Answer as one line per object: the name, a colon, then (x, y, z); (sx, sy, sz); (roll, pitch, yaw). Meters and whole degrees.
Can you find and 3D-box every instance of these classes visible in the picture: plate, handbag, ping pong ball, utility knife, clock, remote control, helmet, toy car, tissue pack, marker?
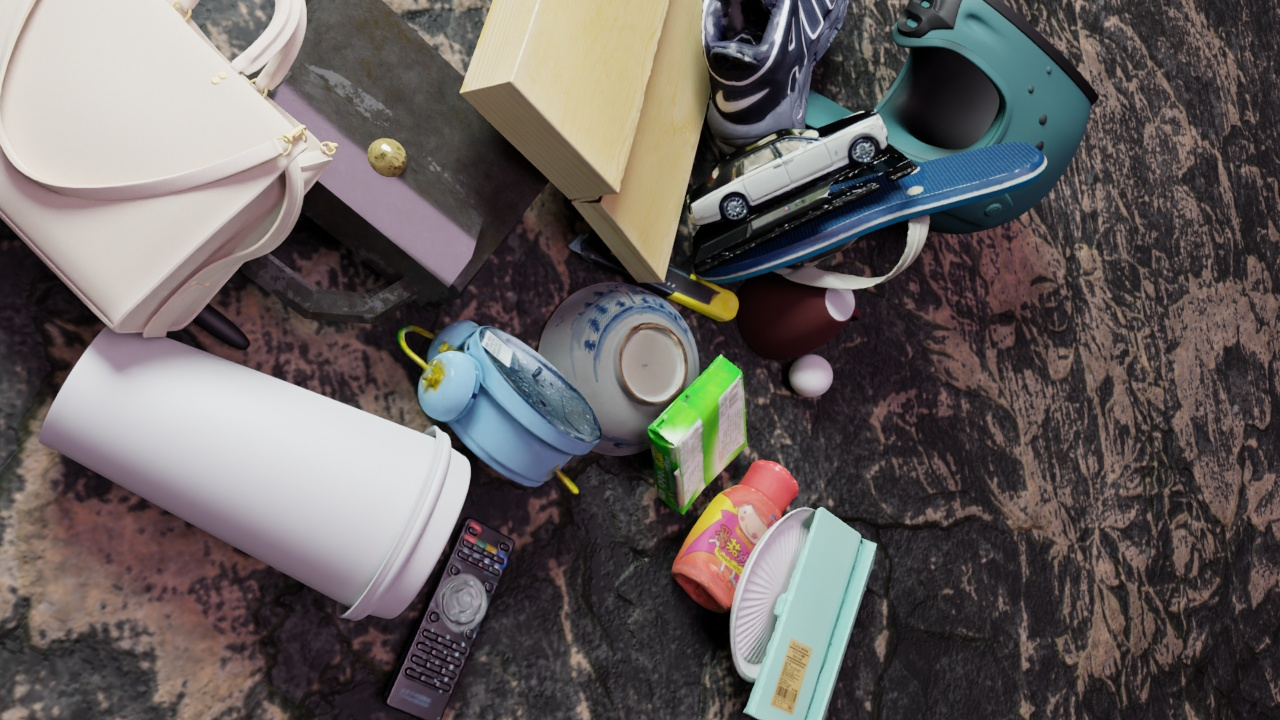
plate: (0.120, 0.201, 0.794); (0.156, 0.014, 0.157); (-20, 117, -47)
handbag: (-0.263, -0.144, 0.505); (0.198, 0.101, 0.194); (-43, 92, 3)
ping pong ball: (0.158, 0.014, 0.853); (0.040, 0.040, 0.040); (4, 83, -32)
utility knife: (0.013, -0.072, 0.784); (0.172, 0.020, 0.028); (20, 73, -28)
clock: (-0.099, 0.023, 0.647); (0.162, 0.118, 0.060); (40, 101, -15)
remote control: (-0.137, 0.185, 0.662); (0.045, 0.021, 0.140); (35, 63, -26)
helmet: (0.285, -0.224, 0.869); (0.274, 0.176, 0.201); (22, 115, -37)
toy car: (0.117, -0.149, 0.749); (0.192, 0.094, 0.071); (-23, 111, 12)
handbag: (-0.185, -0.120, 0.611); (0.197, 0.102, 0.199); (40, 66, -23)
tissue pack: (0.048, 0.065, 0.754); (0.099, 0.034, 0.114); (-44, 147, -28)
marker: (-0.306, -0.049, 0.580); (0.134, 0.015, 0.018); (42, 93, -22)

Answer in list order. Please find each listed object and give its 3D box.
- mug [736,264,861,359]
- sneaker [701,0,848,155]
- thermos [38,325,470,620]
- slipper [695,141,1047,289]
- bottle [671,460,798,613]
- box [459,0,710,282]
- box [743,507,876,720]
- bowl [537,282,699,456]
mug: (0.159, -0.046, 0.831); (0.113, 0.089, 0.087); (6, 82, -32)
sneaker: (0.108, -0.310, 0.778); (0.151, 0.097, 0.252); (56, 49, -60)
thermos: (-0.229, 0.063, 0.561); (0.221, 0.132, 0.131); (30, 70, -19)
slipper: (0.191, -0.113, 0.781); (0.118, 0.295, 0.060); (-81, 151, -57)
bottle: (0.085, 0.147, 0.789); (0.071, 0.049, 0.134); (50, 62, -22)
box: (-0.014, -0.226, 0.693); (0.253, 0.068, 0.246); (48, 52, -57)
box: (0.160, 0.238, 0.808); (0.139, 0.052, 0.186); (48, 59, -52)
bowl: (-0.004, 0.004, 0.741); (0.150, 0.057, 0.150); (4, 83, -32)
